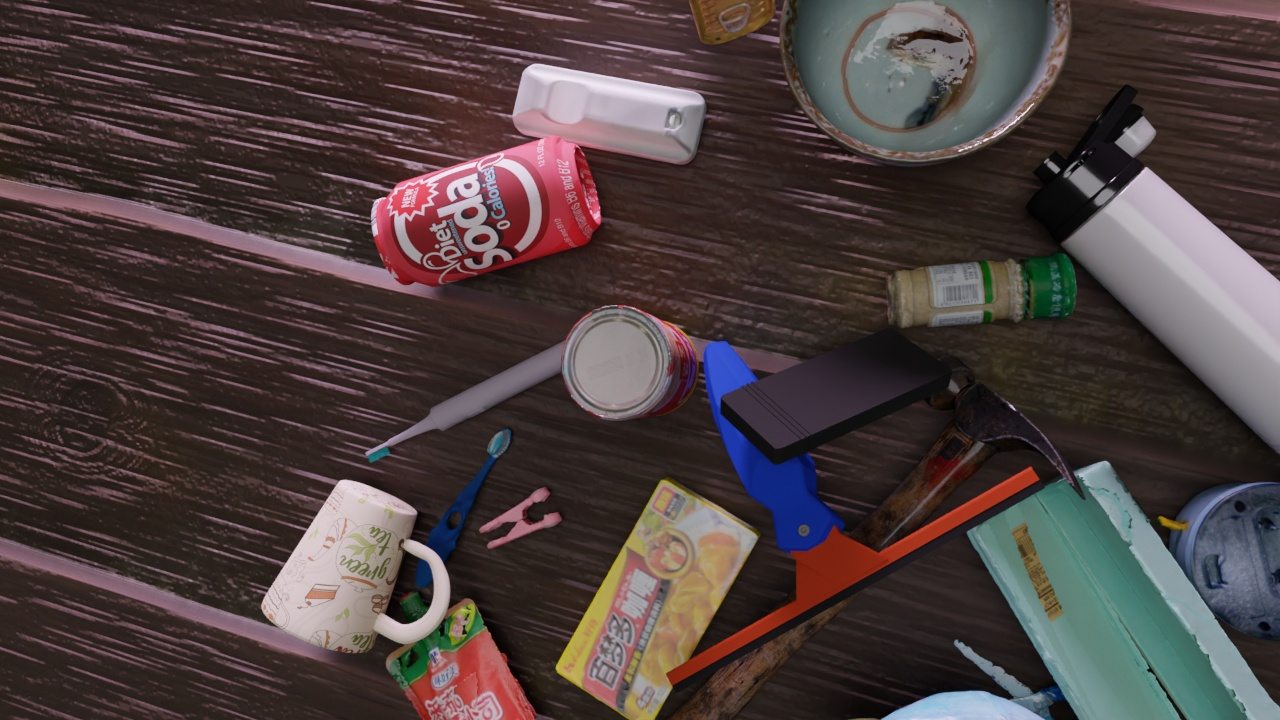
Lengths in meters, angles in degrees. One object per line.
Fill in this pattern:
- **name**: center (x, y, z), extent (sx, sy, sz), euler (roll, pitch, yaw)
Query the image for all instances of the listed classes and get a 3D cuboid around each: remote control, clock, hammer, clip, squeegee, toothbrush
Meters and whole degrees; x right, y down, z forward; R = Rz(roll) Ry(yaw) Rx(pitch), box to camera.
- **remote control**: center (0.118, 0.019, 0.550), extent (0.133, 0.013, 0.058), euler (-20, 40, -22)
- **remote control**: center (-0.023, -0.172, 0.636), extent (0.133, 0.022, 0.050), euler (13, 91, 11)
- **clock**: center (0.376, 0.112, 0.537), extent (0.124, 0.051, 0.088), euler (-12, 85, 9)
- **hammer**: center (0.119, 0.152, 0.574), extent (0.331, 0.033, 0.120), euler (-50, 41, 11)
- **clip**: center (-0.081, 0.116, 0.642), extent (0.043, 0.023, 0.060), euler (42, 90, 11)
- **squeegee**: center (0.082, 0.062, 0.571), extent (0.250, 0.055, 0.184), euler (-34, 56, 15)
- **toothbrush**: center (-0.127, 0.105, 0.652), extent (0.021, 0.016, 0.132), euler (31, 94, 12)
- **toothbrush**: center (-0.115, 0.028, 0.651), extent (0.188, 0.018, 0.019), euler (-26, 82, 9)

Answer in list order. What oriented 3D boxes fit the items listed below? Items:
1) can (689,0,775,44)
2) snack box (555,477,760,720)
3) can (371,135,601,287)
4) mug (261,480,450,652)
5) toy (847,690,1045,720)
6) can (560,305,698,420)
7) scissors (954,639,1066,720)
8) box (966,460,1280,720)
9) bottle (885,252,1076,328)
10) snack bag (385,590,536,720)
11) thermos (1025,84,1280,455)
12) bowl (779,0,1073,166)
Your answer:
- **can**: center (0.051, -0.253, 0.587), extent (0.054, 0.099, 0.059), euler (-19, 82, 8)
- **snack box**: center (0.011, 0.162, 0.619), extent (0.075, 0.025, 0.152), euler (30, 94, 11)
- **can**: center (-0.103, -0.099, 0.623), extent (0.142, 0.074, 0.074), euler (-14, 86, 10)
- **mug**: center (-0.185, 0.147, 0.631), extent (0.122, 0.081, 0.097), euler (23, 85, 19)
- **toy**: center (0.177, 0.256, 0.544), extent (0.183, 0.114, 0.181), euler (9, 132, -5)
- **can**: center (-0.003, 0.003, 0.576), extent (0.067, 0.124, 0.066), euler (0, 88, 11)
- **scissors**: center (0.257, 0.209, 0.577), extent (0.130, 0.014, 0.117), euler (35, 92, 16)
- **box**: center (0.271, 0.163, 0.532), extent (0.091, 0.077, 0.188), euler (-28, 78, -5)
- **bottle**: center (0.212, -0.042, 0.578), extent (0.110, 0.042, 0.042), euler (-5, 87, 12)
- **snack bag**: center (-0.124, 0.229, 0.641), extent (0.087, 0.044, 0.155), euler (-38, 76, 16)
- **thermos**: center (0.339, -0.053, 0.545), extent (0.101, 0.068, 0.230), euler (-42, 80, -6)
- **bowl**: center (0.168, -0.189, 0.564), extent (0.160, 0.094, 0.160), euler (0, 88, 11)
